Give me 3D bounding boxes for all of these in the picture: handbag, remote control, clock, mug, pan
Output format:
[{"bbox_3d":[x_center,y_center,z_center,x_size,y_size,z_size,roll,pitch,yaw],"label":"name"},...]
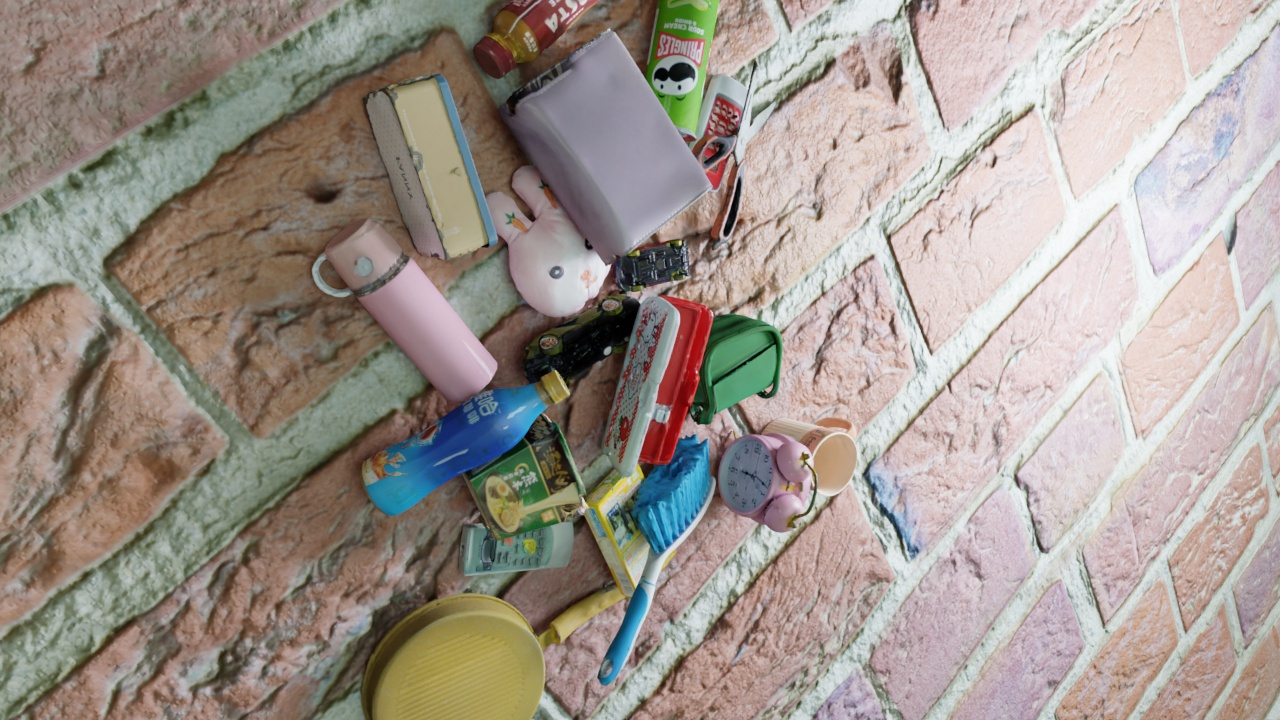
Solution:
[{"bbox_3d":[-0.039,-0.217,0.956,0.144,0.099,0.197,-43,105,-31],"label":"handbag"},{"bbox_3d":[0.109,0.010,1.138,0.131,0.068,0.120,-22,117,-30],"label":"handbag"},{"bbox_3d":[0.090,-0.271,1.096,0.055,0.020,0.136,20,88,-33],"label":"remote control"},{"bbox_3d":[-0.138,0.209,1.035,0.135,0.019,0.056,4,96,-34],"label":"remote control"},{"bbox_3d":[0.162,0.149,1.137,0.059,0.159,0.117,14,90,-37],"label":"clock"},{"bbox_3d":[0.227,0.114,1.204,0.114,0.106,0.082,-39,118,-22],"label":"mug"},{"bbox_3d":[-0.137,0.328,1.043,0.356,0.078,0.198,-16,110,-23],"label":"pan"}]

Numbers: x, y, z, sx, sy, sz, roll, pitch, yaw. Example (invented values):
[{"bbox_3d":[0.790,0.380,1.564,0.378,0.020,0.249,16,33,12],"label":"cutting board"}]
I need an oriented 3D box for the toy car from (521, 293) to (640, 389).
[{"bbox_3d":[-0.063,-0.022,1.022,0.157,0.042,0.070,-31,138,-25],"label":"toy car"}]

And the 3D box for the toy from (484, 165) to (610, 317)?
[{"bbox_3d":[-0.099,-0.126,0.982,0.121,0.054,0.159,-47,112,-19],"label":"toy"}]

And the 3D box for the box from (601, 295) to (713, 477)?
[{"bbox_3d":[0.022,0.032,1.035,0.095,0.101,0.202,13,104,-12],"label":"box"}]

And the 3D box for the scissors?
[{"bbox_3d":[0.112,-0.242,1.093,0.221,0.015,0.189,-46,141,-38],"label":"scissors"}]

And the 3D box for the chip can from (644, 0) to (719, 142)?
[{"bbox_3d":[0.047,-0.367,1.019,0.072,0.072,0.236,8,94,-34],"label":"chip can"}]

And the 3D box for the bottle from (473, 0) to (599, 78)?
[{"bbox_3d":[-0.097,-0.357,0.934,0.174,0.057,0.057,-48,120,-17],"label":"bottle"}]

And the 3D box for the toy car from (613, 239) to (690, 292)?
[{"bbox_3d":[0.012,-0.111,1.066,0.106,0.031,0.049,-18,108,-33],"label":"toy car"}]

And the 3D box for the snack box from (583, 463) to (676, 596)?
[{"bbox_3d":[-0.012,0.201,1.093,0.086,0.034,0.140,-44,123,-42],"label":"snack box"}]

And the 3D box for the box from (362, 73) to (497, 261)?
[{"bbox_3d":[-0.200,-0.177,0.883,0.061,0.090,0.184,-29,116,-27],"label":"box"}]

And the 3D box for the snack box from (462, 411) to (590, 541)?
[{"bbox_3d":[-0.131,0.121,0.975,0.105,0.118,0.117,-26,112,-17],"label":"snack box"}]

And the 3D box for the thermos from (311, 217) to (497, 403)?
[{"bbox_3d":[-0.233,-0.043,0.904,0.087,0.067,0.198,-33,119,7],"label":"thermos"}]

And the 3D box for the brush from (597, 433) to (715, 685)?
[{"bbox_3d":[0.016,0.215,1.049,0.313,0.061,0.109,-49,128,-47],"label":"brush"}]

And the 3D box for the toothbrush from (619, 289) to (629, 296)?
[{"bbox_3d":[-0.006,0.006,1.089,0.017,0.012,0.186,-18,108,-36],"label":"toothbrush"}]

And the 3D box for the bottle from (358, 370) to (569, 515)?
[{"bbox_3d":[-0.171,0.077,0.915,0.218,0.065,0.065,-29,116,1],"label":"bottle"}]
